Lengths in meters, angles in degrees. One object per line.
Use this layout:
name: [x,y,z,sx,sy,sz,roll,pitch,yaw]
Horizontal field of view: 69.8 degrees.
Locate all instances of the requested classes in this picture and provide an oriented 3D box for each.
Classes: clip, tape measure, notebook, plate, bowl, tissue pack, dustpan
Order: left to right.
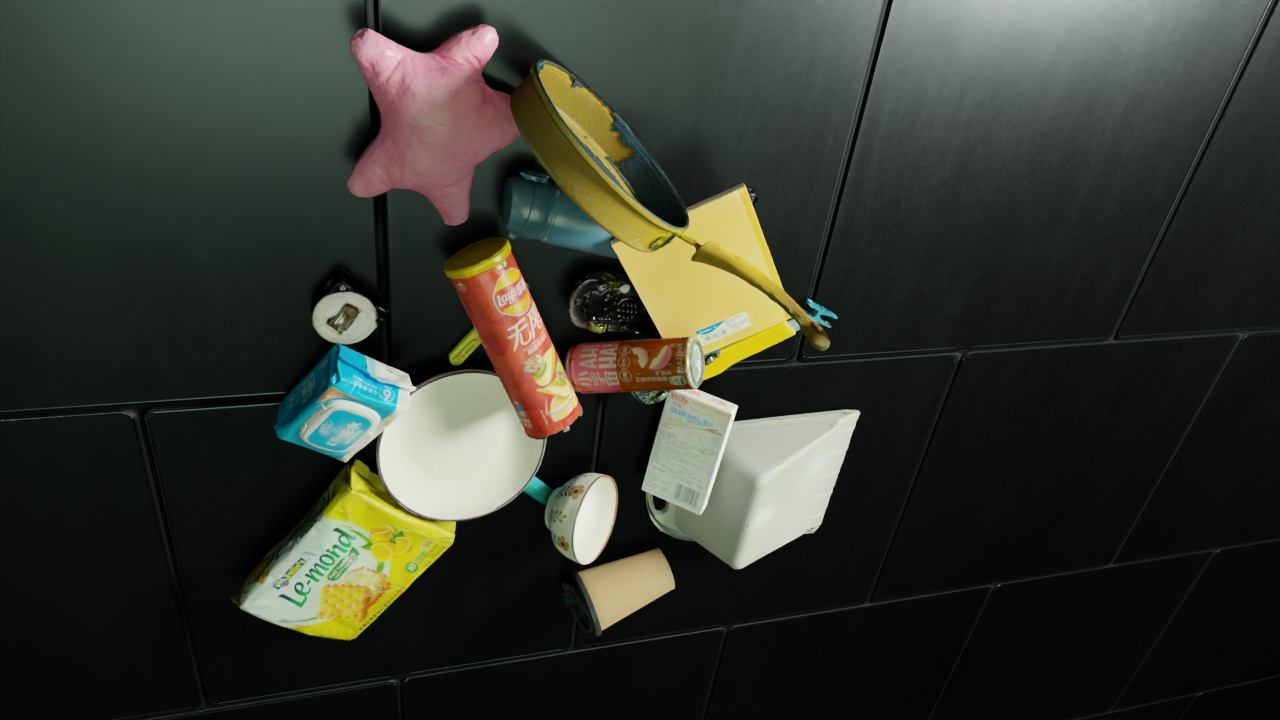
tissue pack: [-0.310,0.047,0.957,0.090,0.063,0.140,28,128,-37]
tape measure: [-0.298,-0.050,0.928,0.066,0.033,0.065,-45,125,14]
plate: [-0.204,0.093,1.045,0.192,0.039,0.193,-9,117,-20]
bowl: [-0.080,0.193,1.149,0.062,0.113,0.114,10,132,25]
notebook: [0.071,-0.083,0.972,0.146,0.010,0.206,-23,137,8]
dustpan: [0.144,0.162,1.253,0.257,0.143,0.223,-24,136,-41]
clip: [0.217,-0.057,1.118,0.057,0.014,0.046,23,112,-32]

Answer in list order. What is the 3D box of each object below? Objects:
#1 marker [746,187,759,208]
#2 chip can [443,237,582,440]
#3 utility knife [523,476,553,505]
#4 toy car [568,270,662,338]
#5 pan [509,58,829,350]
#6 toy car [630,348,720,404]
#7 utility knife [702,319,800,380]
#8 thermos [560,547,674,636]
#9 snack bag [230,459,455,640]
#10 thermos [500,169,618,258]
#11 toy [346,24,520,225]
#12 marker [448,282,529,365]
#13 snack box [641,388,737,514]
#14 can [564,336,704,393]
marker: [0.102,-0.129,1.022,0.022,0.018,0.131,14,119,-6]
chip can: [-0.130,-0.021,0.965,0.073,0.073,0.217,-23,120,-3]
utility knife: [-0.150,0.145,1.134,0.029,0.013,0.160,-38,129,12]
toy car: [-0.006,-0.064,1.015,0.158,0.042,0.070,4,122,-26]
pan: [0.027,-0.131,0.813,0.078,0.197,0.357,-40,86,21]
toy car: [0.037,0.002,1.080,0.120,0.037,0.054,-35,110,-1]
utility knife: [0.126,-0.014,1.114,0.173,0.015,0.033,-24,128,-1]
thermos: [-0.030,0.311,1.254,0.143,0.093,0.093,-21,129,-16]
snack bag: [-0.348,0.231,1.091,0.247,0.068,0.158,-45,127,14]
thermos: [-0.035,-0.139,0.937,0.220,0.070,0.070,10,120,-25]
toy: [-0.176,-0.209,0.835,0.178,0.074,0.195,-9,131,-26]
marker: [-0.164,-0.040,0.995,0.124,0.015,0.018,-45,129,13]
snack box: [0.059,0.110,1.137,0.085,0.026,0.157,22,118,15]
can: [-0.006,0.006,1.015,0.147,0.057,0.058,-3,132,21]
